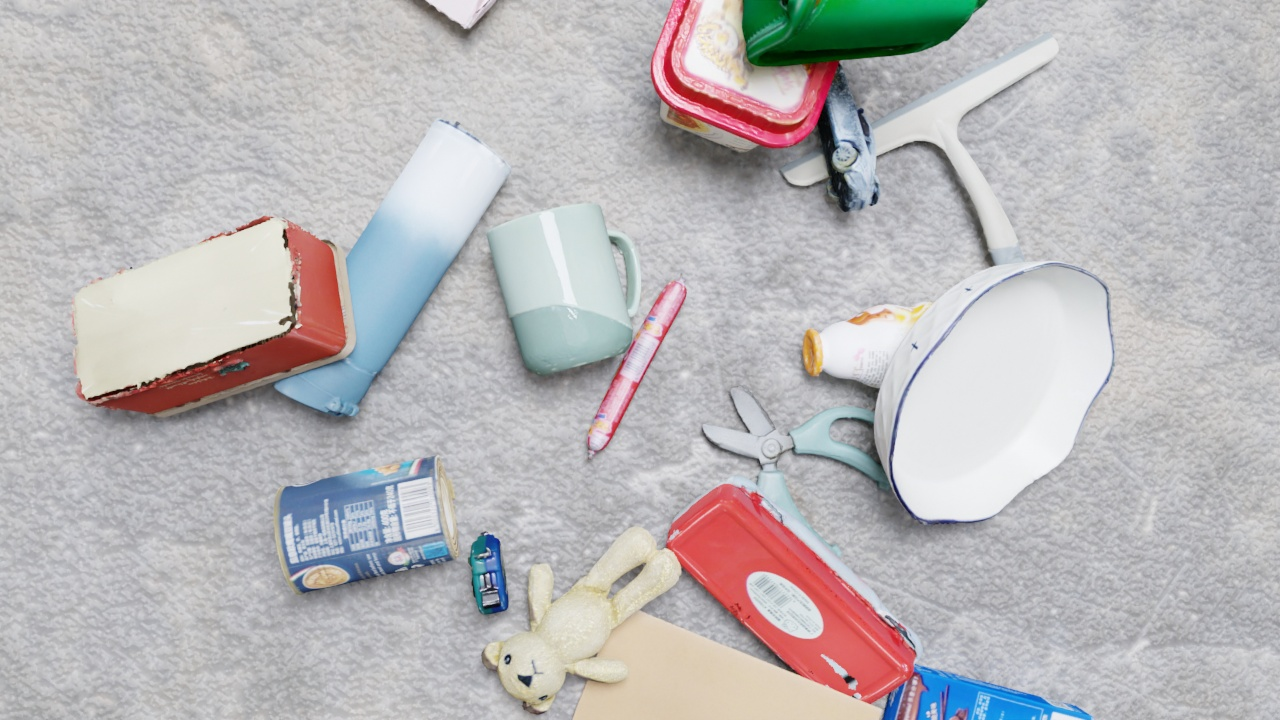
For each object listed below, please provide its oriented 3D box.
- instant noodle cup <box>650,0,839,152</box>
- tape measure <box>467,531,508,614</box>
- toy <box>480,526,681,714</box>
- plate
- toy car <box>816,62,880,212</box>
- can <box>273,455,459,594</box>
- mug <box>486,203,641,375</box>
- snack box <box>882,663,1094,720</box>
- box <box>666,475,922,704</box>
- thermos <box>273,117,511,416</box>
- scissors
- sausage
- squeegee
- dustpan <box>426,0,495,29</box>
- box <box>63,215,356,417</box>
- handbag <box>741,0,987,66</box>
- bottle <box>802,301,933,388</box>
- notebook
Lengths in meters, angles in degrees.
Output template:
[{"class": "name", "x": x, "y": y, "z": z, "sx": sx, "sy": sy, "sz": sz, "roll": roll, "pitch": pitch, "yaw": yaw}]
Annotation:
[{"class": "instant noodle cup", "x": 0.067, "y": -0.205, "z": 0.638, "sx": 0.116, "sy": 0.124, "sz": 0.116, "roll": 21, "pitch": 88, "yaw": -7}, {"class": "tape measure", "x": -0.109, "y": 0.153, "z": 0.654, "sx": 0.025, "sy": 0.058, "sz": 0.054, "roll": -7, "pitch": 95, "yaw": -7}, {"class": "toy", "x": -0.039, "y": 0.184, "z": 0.656, "sx": 0.157, "sy": 0.066, "sz": 0.105, "roll": -43, "pitch": 88, "yaw": 2}, {"class": "plate", "x": 0.249, "y": 0.022, "z": 0.657, "sx": 0.204, "sy": 0.045, "sz": 0.205, "roll": -13, "pitch": 122, "yaw": -22}, {"class": "toy car", "x": 0.147, "y": -0.168, "z": 0.671, "sx": 0.037, "sy": 0.054, "sz": 0.120, "roll": -14, "pitch": 75, "yaw": 3}, {"class": "can", "x": -0.185, "y": 0.113, "z": 0.635, "sx": 0.111, "sy": 0.075, "sz": 0.075, "roll": -11, "pitch": 91, "yaw": -7}, {"class": "mug", "x": -0.044, "y": -0.051, "z": 0.655, "sx": 0.111, "sy": 0.082, "sz": 0.106, "roll": -17, "pitch": 92, "yaw": -38}, {"class": "snack box", "x": 0.264, "y": 0.294, "z": 0.711, "sx": 0.157, "sy": 0.026, "sz": 0.084, "roll": 16, "pitch": 88, "yaw": -6}, {"class": "box", "x": 0.114, "y": 0.170, "z": 0.675, "sx": 0.201, "sy": 0.048, "sz": 0.087, "roll": 43, "pitch": 116, "yaw": -5}, {"class": "thermos", "x": -0.176, "y": -0.062, "z": 0.642, "sx": 0.070, "sy": 0.070, "sz": 0.220, "roll": 33, "pitch": 87, "yaw": -6}, {"class": "scissors", "x": 0.137, "y": 0.078, "z": 0.701, "sx": 0.177, "sy": 0.019, "sz": 0.174, "roll": -28, "pitch": 92, "yaw": -5}, {"class": "sausage", "x": -0.004, "y": 0.004, "z": 0.684, "sx": 0.020, "sy": 0.020, "sz": 0.156, "roll": 28, "pitch": 87, "yaw": -6}, {"class": "squeegee", "x": 0.271, "y": -0.095, "z": 0.705, "sx": 0.246, "sy": 0.039, "sz": 0.246, "roll": -27, "pitch": 93, "yaw": -5}, {"class": "dustpan", "x": -0.124, "y": -0.407, "z": 0.662, "sx": 0.222, "sy": 0.138, "sz": 0.274, "roll": 38, "pitch": 114, "yaw": 1}, {"class": "box", "x": -0.280, "y": -0.029, "z": 0.590, "sx": 0.168, "sy": 0.079, "sz": 0.091, "roll": -17, "pitch": 74, "yaw": 13}, {"class": "handbag", "x": 0.127, "y": -0.215, "z": 0.523, "sx": 0.131, "sy": 0.120, "sz": 0.068, "roll": -6, "pitch": 96, "yaw": -9}, {"class": "bottle", "x": 0.177, "y": -0.010, "z": 0.682, "sx": 0.108, "sy": 0.063, "sz": 0.063, "roll": -5, "pitch": 91, "yaw": -7}, {"class": "notebook", "x": 0.053, "y": 0.284, "z": 0.672, "sx": 0.208, "sy": 0.008, "sz": 0.147, "roll": 20, "pitch": 86, "yaw": 7}]
